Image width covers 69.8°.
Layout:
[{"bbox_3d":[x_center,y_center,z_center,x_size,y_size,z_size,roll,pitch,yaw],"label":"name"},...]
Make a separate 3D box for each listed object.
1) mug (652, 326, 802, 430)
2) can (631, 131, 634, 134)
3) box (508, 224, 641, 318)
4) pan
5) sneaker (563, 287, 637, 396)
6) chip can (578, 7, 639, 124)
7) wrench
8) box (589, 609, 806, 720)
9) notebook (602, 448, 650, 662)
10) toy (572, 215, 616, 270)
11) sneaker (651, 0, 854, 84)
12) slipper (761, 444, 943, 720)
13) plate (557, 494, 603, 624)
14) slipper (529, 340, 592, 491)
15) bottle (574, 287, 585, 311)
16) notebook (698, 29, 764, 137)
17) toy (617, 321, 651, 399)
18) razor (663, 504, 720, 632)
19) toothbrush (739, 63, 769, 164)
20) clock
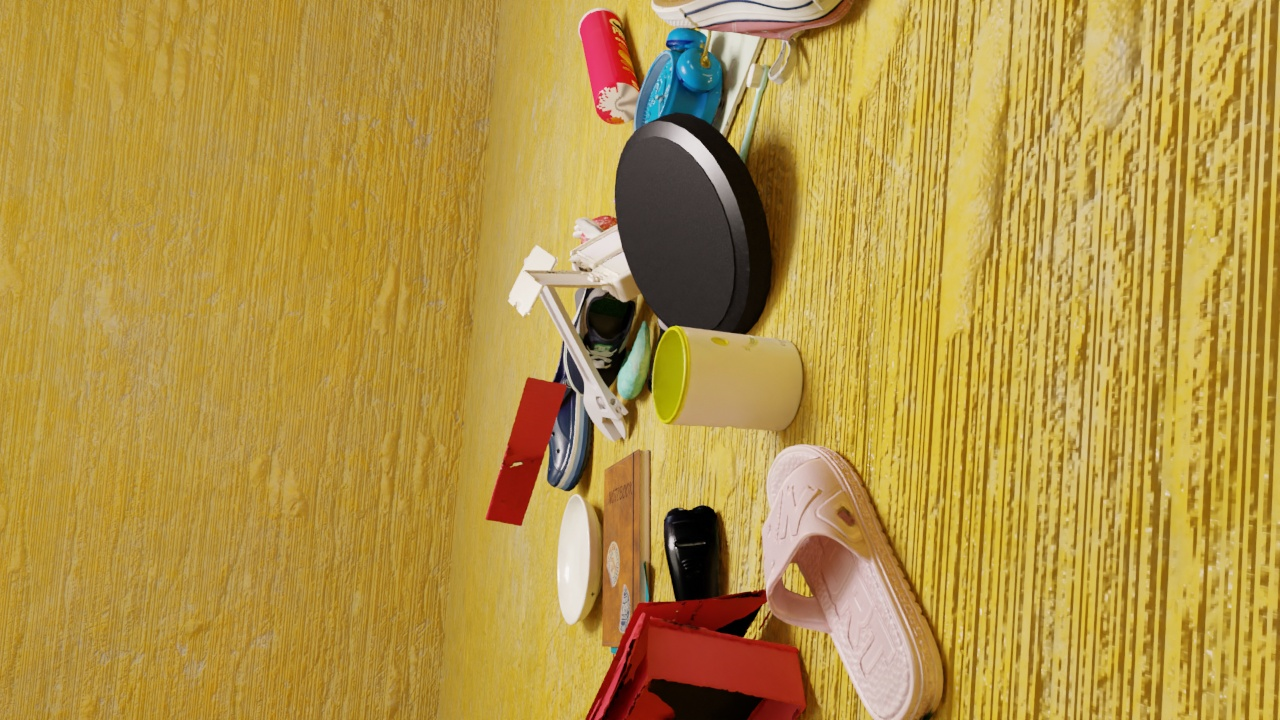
[{"bbox_3d":[0.072,0.017,0.778,0.083,0.106,0.082,-175,91,-73],"label":"mug"},{"bbox_3d":[-0.004,-0.271,1.224,0.080,0.038,0.038,122,149,-55],"label":"can"},{"bbox_3d":[-0.060,-0.113,1.065,0.143,0.191,0.069,33,151,56],"label":"box"},{"bbox_3d":[0.032,-0.078,0.936,0.225,0.034,0.357,52,148,30],"label":"pan"},{"bbox_3d":[-0.053,-0.025,1.207,0.078,0.084,0.236,-90,12,-48],"label":"sneaker"},{"bbox_3d":[-0.046,-0.438,1.358,0.069,0.069,0.220,112,156,-43],"label":"chip can"},{"bbox_3d":[-0.085,-0.012,1.184,0.087,0.018,0.273,4,125,60],"label":"wrench"},{"bbox_3d":[0.006,0.356,0.658,0.324,0.153,0.214,-64,-4,-56],"label":"box"},{"bbox_3d":[-0.017,0.246,1.149,0.179,0.014,0.249,138,134,-66],"label":"notebook"},{"bbox_3d":[-0.056,-0.142,1.282,0.194,0.084,0.159,-105,-1,-47],"label":"toy"},{"bbox_3d":[0.106,-0.319,0.811,0.241,0.087,0.118,30,91,50],"label":"sneaker"},{"bbox_3d":[0.127,0.144,0.639,0.239,0.064,0.094,-111,32,-53],"label":"slipper"},{"bbox_3d":[-0.083,0.284,1.313,0.182,0.034,0.182,-175,91,-73],"label":"plate"},{"bbox_3d":[-0.125,0.075,1.422,0.105,0.095,0.252,154,124,-67],"label":"slipper"},{"bbox_3d":[-0.071,-0.065,1.363,0.047,0.047,0.112,113,156,-45],"label":"bottle"},{"bbox_3d":[0.101,-0.367,0.965,0.181,0.010,0.253,-101,24,-44],"label":"notebook"},{"bbox_3d":[-0.007,0.007,1.164,0.105,0.033,0.084,120,160,-59],"label":"toy"},{"bbox_3d":[0.056,0.216,0.888,0.067,0.054,0.151,47,-144,-75],"label":"razor"},{"bbox_3d":[0.099,-0.202,0.914,0.016,0.016,0.181,-123,41,-62],"label":"toothbrush"},{"bbox_3d":[0.045,-0.294,0.992,0.116,0.060,0.162,-102,31,-50],"label":"clock"}]
